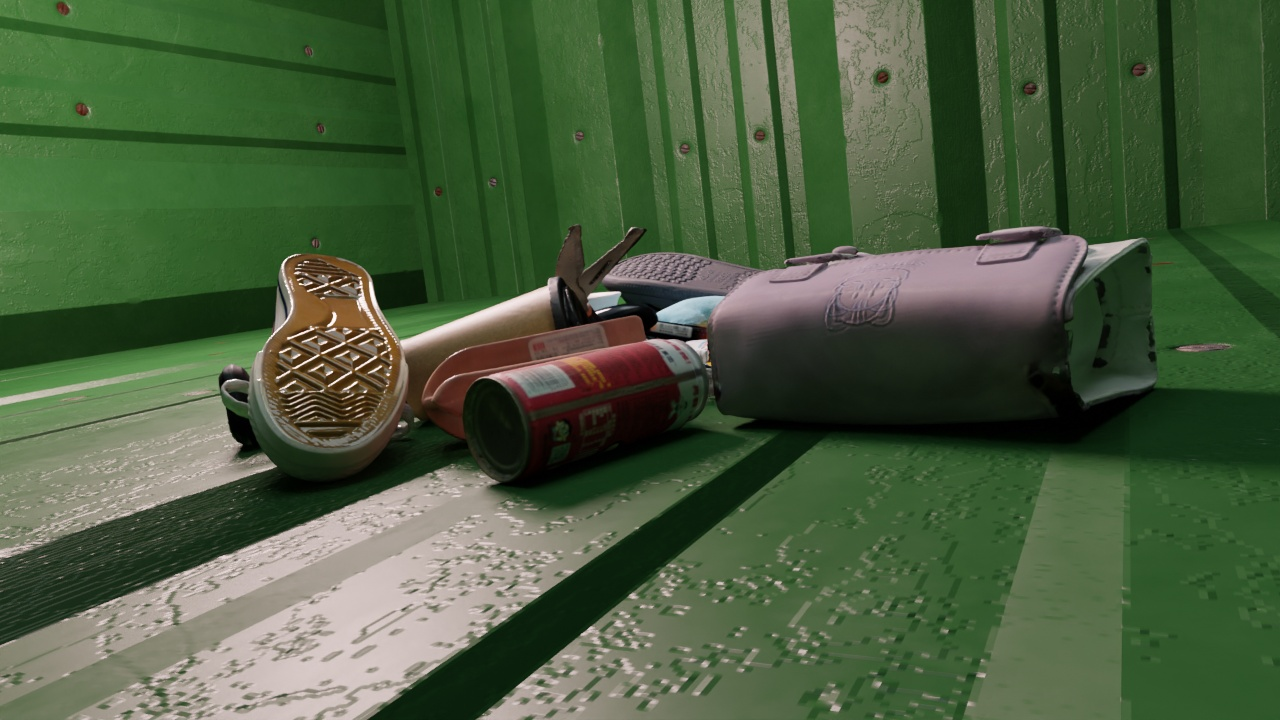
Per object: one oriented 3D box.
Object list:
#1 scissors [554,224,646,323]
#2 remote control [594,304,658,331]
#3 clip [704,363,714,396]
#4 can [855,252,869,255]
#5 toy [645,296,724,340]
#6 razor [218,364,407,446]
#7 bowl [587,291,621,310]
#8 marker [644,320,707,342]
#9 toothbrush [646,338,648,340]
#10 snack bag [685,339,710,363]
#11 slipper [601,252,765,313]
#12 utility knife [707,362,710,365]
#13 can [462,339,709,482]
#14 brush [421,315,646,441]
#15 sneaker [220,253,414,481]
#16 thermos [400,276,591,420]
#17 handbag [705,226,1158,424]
[{"bbox_3d":[-0.060,-0.034,0.732,0.189,0.015,0.224,-22,-28,11],"label":"scissors"},{"bbox_3d":[-0.050,-0.021,0.808,0.136,0.024,0.053,-24,-27,14],"label":"remote control"},{"bbox_3d":[0.058,0.013,0.614,0.058,0.027,0.044,-4,0,18],"label":"clip"},{"bbox_3d":[0.219,-0.082,0.960,0.058,0.058,0.146,-4,6,24],"label":"can"},{"bbox_3d":[0.043,-0.035,0.916,0.161,0.050,0.156,-11,3,0],"label":"toy"},{"bbox_3d":[-0.231,0.028,0.694,0.167,0.062,0.068,-6,-27,-42],"label":"razor"},{"bbox_3d":[-0.075,-0.033,0.949,0.118,0.065,0.118,-6,6,1],"label":"bowl"},{"bbox_3d":[0.041,-0.023,0.831,0.124,0.018,0.015,10,-22,-3],"label":"marker"},{"bbox_3d":[-0.004,0.004,0.731,0.026,0.027,0.221,-20,6,4],"label":"toothbrush"},{"bbox_3d":[0.056,-0.004,0.747,0.045,0.026,0.105,-13,6,-20],"label":"snack bag"},{"bbox_3d":[0.073,-0.062,1.038,0.268,0.083,0.110,11,26,28],"label":"slipper"},{"bbox_3d":[0.082,0.006,0.682,0.177,0.015,0.033,-9,13,-27],"label":"utility knife"},{"bbox_3d":[-0.025,0.023,0.488,0.132,0.053,0.053,-13,10,-43],"label":"can"},{"bbox_3d":[-0.061,0.013,0.564,0.145,0.063,0.073,-10,-3,-19],"label":"brush"},{"bbox_3d":[-0.204,0.014,0.588,0.118,0.088,0.241,5,27,-23],"label":"sneaker"},{"bbox_3d":[-0.096,-0.002,0.660,0.143,0.093,0.093,-15,7,3],"label":"thermos"},{"bbox_3d":[0.154,-0.017,0.501,0.197,0.098,0.144,-1,14,42],"label":"handbag"}]
